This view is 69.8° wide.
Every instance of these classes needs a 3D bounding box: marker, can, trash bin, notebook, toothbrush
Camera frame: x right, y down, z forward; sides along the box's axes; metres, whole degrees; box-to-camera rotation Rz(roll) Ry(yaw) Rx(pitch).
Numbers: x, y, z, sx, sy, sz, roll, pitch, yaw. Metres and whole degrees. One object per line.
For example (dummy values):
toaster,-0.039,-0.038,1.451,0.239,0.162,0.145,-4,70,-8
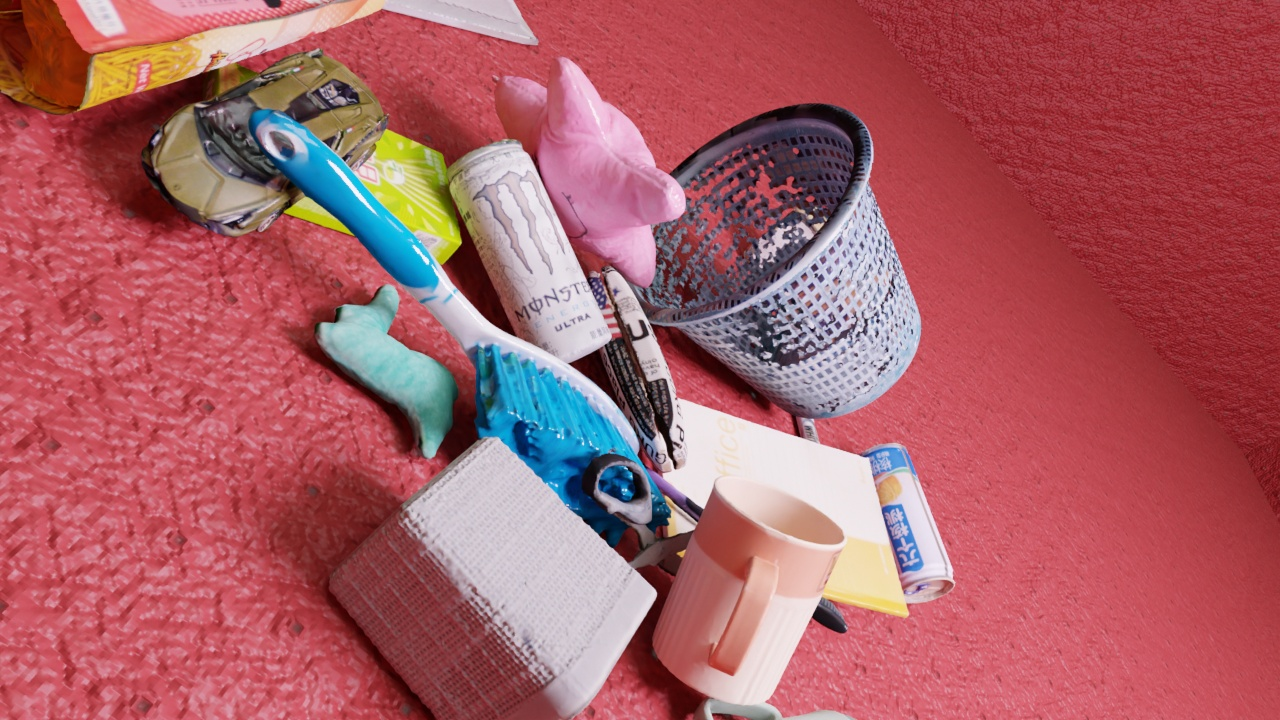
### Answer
marker,0.153,0.080,0.813,0.017,0.017,0.145,28,39,-34
can,0.232,0.143,0.816,0.053,0.053,0.134,24,41,-37
trash bin,0.125,-0.062,0.759,0.195,0.227,0.226,46,30,-34
can,-0.074,-0.067,0.606,0.058,0.058,0.146,-24,90,-58
notebook,0.103,0.107,0.685,0.206,0.010,0.145,19,43,-22
toothbrush,0.066,0.123,0.621,0.189,0.014,0.016,38,32,0

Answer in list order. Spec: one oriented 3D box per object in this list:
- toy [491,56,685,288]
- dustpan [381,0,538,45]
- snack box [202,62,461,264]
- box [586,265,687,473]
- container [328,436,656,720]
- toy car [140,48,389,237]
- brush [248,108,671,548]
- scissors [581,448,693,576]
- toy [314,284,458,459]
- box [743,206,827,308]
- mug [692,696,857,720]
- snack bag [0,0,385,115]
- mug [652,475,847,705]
toy,-0.044,-0.135,0.655,0.074,0.195,0.178,-41,86,-15
dustpan,-0.230,-0.373,0.784,0.222,0.142,0.257,58,3,9
snack box,-0.188,-0.119,0.568,0.156,0.026,0.085,17,45,-42
box,0.001,0.003,0.646,0.055,0.070,0.164,-13,61,-18
container,-0.071,0.109,0.432,0.114,0.090,0.090,47,31,-1
toy car,-0.196,-0.120,0.496,0.070,0.042,0.157,44,38,-13
brush,-0.089,-0.003,0.506,0.314,0.061,0.109,43,23,-41
scissors,0.006,0.111,0.544,0.177,0.014,0.159,-33,128,-35
toy,-0.137,-0.001,0.511,0.092,0.030,0.096,41,30,-24
box,0.194,-0.069,0.949,0.184,0.090,0.060,54,31,-1
mug,0.080,0.233,0.515,0.106,0.082,0.112,11,25,-46
snack bag,-0.250,-0.195,0.507,0.129,0.073,0.207,14,30,17
mug,0.059,0.135,0.520,0.082,0.106,0.114,22,11,5
